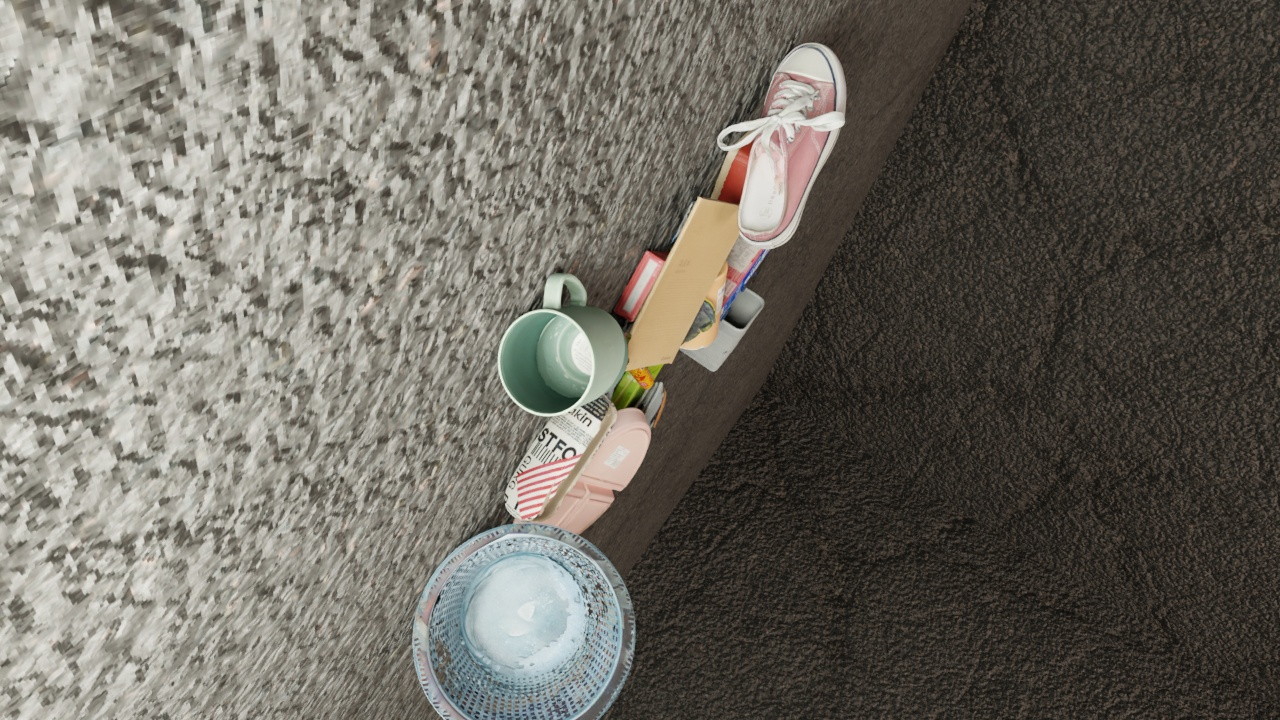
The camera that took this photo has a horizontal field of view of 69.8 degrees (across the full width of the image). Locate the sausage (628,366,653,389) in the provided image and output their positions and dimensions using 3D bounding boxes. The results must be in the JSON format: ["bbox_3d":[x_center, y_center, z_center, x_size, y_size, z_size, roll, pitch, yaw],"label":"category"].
[{"bbox_3d":[-0.007,0.007,1.141,0.021,0.021,0.165,-56,159,-8],"label":"sausage"}]

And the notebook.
[{"bbox_3d":[0.046,-0.081,1.018,0.149,0.012,0.212,-11,132,-62],"label":"notebook"}]

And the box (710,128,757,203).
[{"bbox_3d":[0.162,-0.236,1.106,0.167,0.078,0.092,-48,165,-41],"label":"box"}]

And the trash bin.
[{"bbox_3d":[-0.131,0.295,1.026,0.226,0.226,0.195,-55,-178,-12],"label":"trash bin"}]

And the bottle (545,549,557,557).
[{"bbox_3d":[-0.126,0.234,1.255,0.079,0.044,0.195,-31,151,-59],"label":"bottle"}]

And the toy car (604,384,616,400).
[{"bbox_3d":[-0.052,0.043,1.070,0.105,0.031,0.049,-57,170,-10],"label":"toy car"}]

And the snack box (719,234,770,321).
[{"bbox_3d":[0.125,-0.123,1.320,0.207,0.058,0.057,-53,168,-20],"label":"snack box"}]

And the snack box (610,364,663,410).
[{"bbox_3d":[-0.005,0.030,1.257,0.156,0.026,0.085,-59,169,9],"label":"snack box"}]

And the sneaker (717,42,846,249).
[{"bbox_3d":[0.156,-0.240,0.976,0.240,0.118,0.088,-71,158,-10],"label":"sneaker"}]

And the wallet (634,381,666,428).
[{"bbox_3d":[0.004,0.085,1.280,0.106,0.037,0.130,-54,170,-13],"label":"wallet"}]

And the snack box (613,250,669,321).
[{"bbox_3d":[0.019,-0.085,1.036,0.075,0.025,0.152,-60,169,13],"label":"snack box"}]

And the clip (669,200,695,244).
[{"bbox_3d":[0.053,-0.151,1.027,0.025,0.036,0.058,-38,162,-55],"label":"clip"}]

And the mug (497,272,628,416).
[{"bbox_3d":[-0.060,-0.017,0.761,0.106,0.082,0.112,-22,111,-72],"label":"mug"}]

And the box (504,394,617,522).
[{"bbox_3d":[-0.080,0.107,1.006,0.162,0.076,0.087,-59,140,-5],"label":"box"}]

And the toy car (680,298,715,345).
[{"bbox_3d":[0.047,-0.047,1.136,0.105,0.048,0.032,-30,-161,30],"label":"toy car"}]

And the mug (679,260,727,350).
[{"bbox_3d":[0.071,-0.081,1.165,0.078,0.078,0.123,-50,163,-35],"label":"mug"}]

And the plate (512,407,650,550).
[{"bbox_3d":[-0.067,0.155,1.147,0.229,0.028,0.230,-41,156,-22],"label":"plate"}]

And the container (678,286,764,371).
[{"bbox_3d":[0.116,-0.055,1.402,0.090,0.090,0.115,-47,169,-41],"label":"container"}]

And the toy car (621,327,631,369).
[{"bbox_3d":[-0.036,-0.013,0.931,0.031,0.049,0.106,-53,169,-18],"label":"toy car"}]
